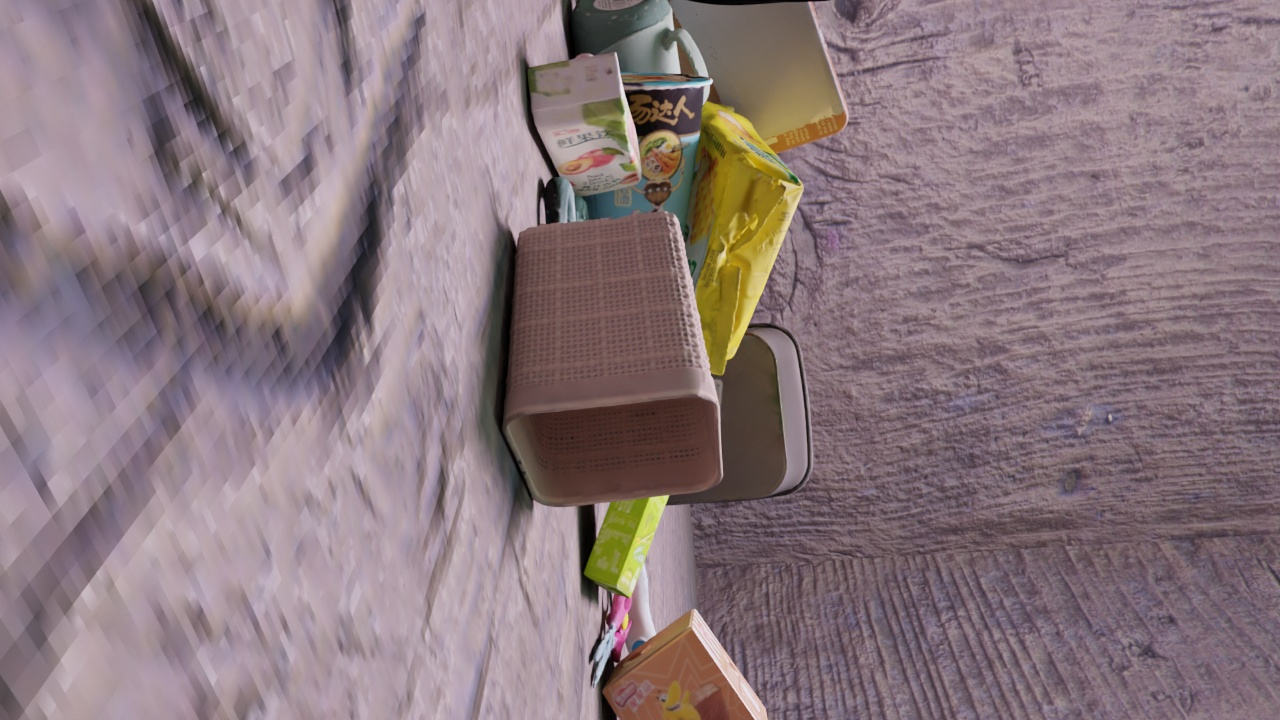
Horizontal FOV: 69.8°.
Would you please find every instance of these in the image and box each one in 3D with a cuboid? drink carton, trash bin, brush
[{"bbox_3d":[-0.031,-0.142,0.561,0.122,0.053,0.045,59,22,-81],"label":"drink carton"},{"bbox_3d":[0.070,0.055,0.929,0.219,0.199,0.198,14,71,-79],"label":"trash bin"},{"bbox_3d":[0.012,0.275,0.772,0.109,0.060,0.314,-56,139,-78],"label":"brush"}]

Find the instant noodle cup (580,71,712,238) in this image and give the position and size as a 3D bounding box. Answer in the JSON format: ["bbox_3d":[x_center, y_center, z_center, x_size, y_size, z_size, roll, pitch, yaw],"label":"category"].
[{"bbox_3d":[-0.003,-0.148,0.679,0.111,0.111,0.120,-84,175,-69],"label":"instant noodle cup"}]

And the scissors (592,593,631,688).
[{"bbox_3d":[-0.021,0.201,0.637,0.137,0.017,0.072,-51,146,-78],"label":"scissors"}]

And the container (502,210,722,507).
[{"bbox_3d":[-0.013,-0.003,0.431,0.090,0.090,0.110,80,5,-56],"label":"container"}]

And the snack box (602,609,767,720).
[{"bbox_3d":[0.034,0.243,0.654,0.094,0.077,0.093,54,0,9],"label":"snack box"}]

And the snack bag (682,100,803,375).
[{"bbox_3d":[0.065,-0.109,0.738,0.246,0.068,0.158,-98,-159,-63],"label":"snack bag"}]

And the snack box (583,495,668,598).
[{"bbox_3d":[0.006,0.081,0.627,0.086,0.026,0.156,71,39,-70],"label":"snack box"}]

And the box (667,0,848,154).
[{"bbox_3d":[0.064,-0.293,0.859,0.180,0.218,0.157,60,26,-32],"label":"box"}]

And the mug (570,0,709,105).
[{"bbox_3d":[0.002,-0.239,0.742,0.082,0.112,0.106,-51,144,-39],"label":"mug"}]

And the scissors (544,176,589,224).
[{"bbox_3d":[-0.042,-0.030,0.557,0.161,0.019,0.179,74,14,-74],"label":"scissors"}]

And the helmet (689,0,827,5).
[{"bbox_3d":[0.049,-0.305,0.469,0.314,0.241,0.247,-33,119,-72],"label":"helmet"}]
